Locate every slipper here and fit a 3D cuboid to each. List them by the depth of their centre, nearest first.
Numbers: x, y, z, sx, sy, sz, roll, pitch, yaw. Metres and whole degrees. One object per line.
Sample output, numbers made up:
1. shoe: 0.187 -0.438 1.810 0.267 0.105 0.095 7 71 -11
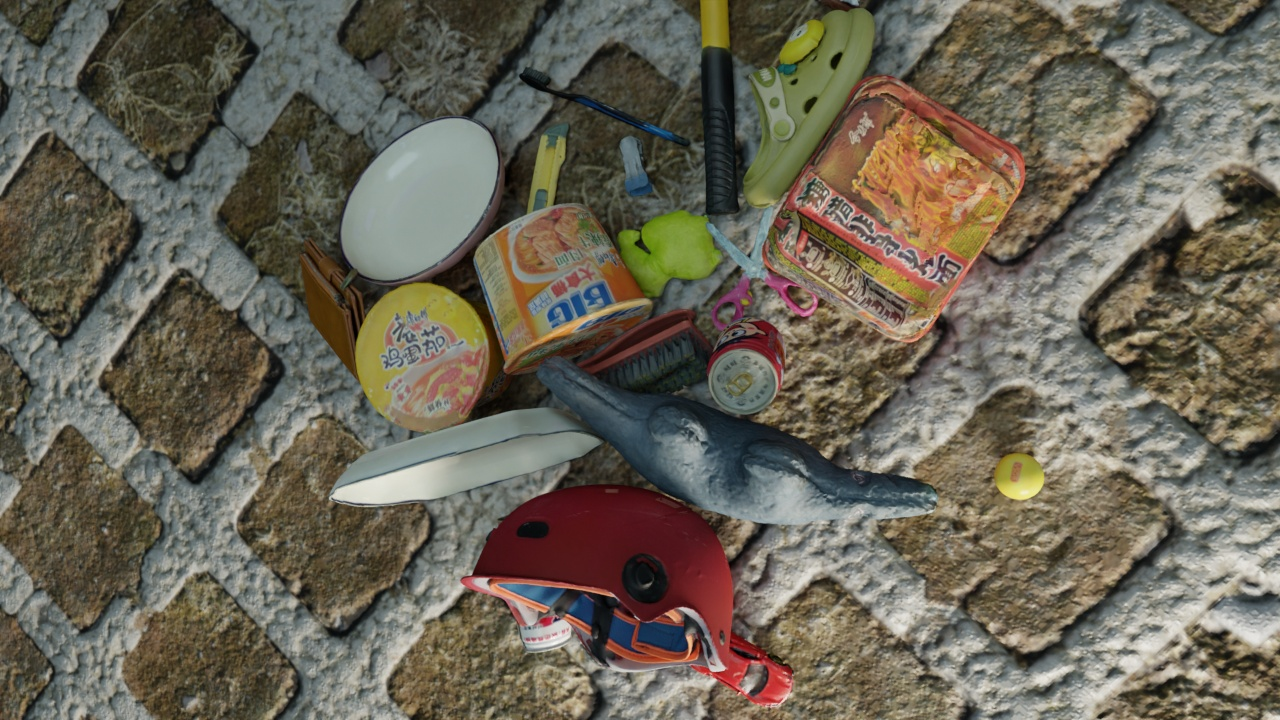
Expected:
1. slipper: 0.132 -0.227 0.805 0.081 0.091 0.191 26 105 -12

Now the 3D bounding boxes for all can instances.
1. can: 0.096 0.004 0.822 0.066 0.093 0.066 4 109 10
2. can: -0.105 0.218 0.915 0.053 0.053 0.132 -11 90 15

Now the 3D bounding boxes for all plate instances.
1. plate: -0.168 0.092 0.877 0.266 0.162 0.034 -17 73 17
2. plate: -0.210 -0.152 0.905 0.193 0.039 0.192 -12 60 23

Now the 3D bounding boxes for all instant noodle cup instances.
1. instant noodle cup: 0.212 -0.130 0.787 0.164 0.079 0.189 31 102 -3
2. instant noodle cup: -0.078 -0.068 0.848 0.151 0.151 0.111 -27 82 15
3. instant noodle cup: -0.190 -0.005 0.899 0.138 0.109 0.138 1 92 15

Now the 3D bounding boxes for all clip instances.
1. clip: -0.006 -0.190 0.887 0.027 0.043 0.058 -11 82 18

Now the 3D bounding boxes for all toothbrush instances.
1. toothbrush: -0.036 -0.248 0.896 0.189 0.014 0.016 25 75 12

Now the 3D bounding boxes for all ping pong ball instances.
1. ping pong ball: 0.329 0.100 0.797 0.040 0.040 0.040 1 93 15

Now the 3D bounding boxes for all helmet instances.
1. helmet: -0.027 0.179 0.820 0.240 0.208 0.143 31 59 -23

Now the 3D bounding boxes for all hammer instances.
1. hammer: 0.070 -0.287 0.855 0.129 0.032 0.300 -2 92 16

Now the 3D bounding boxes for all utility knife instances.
1. utility knife: -0.099 -0.143 0.920 0.031 0.020 0.190 12 100 19

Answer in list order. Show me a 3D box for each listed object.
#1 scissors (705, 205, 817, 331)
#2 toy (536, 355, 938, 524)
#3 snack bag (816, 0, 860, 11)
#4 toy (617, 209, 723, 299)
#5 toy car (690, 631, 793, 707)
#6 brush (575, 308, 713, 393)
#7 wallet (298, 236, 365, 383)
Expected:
1. scissors: 0.111 -0.078 0.842 0.130 0.017 0.134 15 120 4
2. toy: 0.077 0.085 0.817 0.356 0.138 0.091 18 63 7
3. snack bag: 0.203 -0.357 0.818 0.048 0.026 0.104 36 102 17
4. toy: 0.025 -0.104 0.876 0.096 0.031 0.100 40 105 9
5. toy car: 0.095 0.292 0.876 0.106 0.031 0.049 27 100 10
6. brush: -0.005 0.005 0.879 0.146 0.063 0.069 -26 55 16
7. wallet: -0.307 -0.055 0.916 0.130 0.035 0.119 41 138 39
